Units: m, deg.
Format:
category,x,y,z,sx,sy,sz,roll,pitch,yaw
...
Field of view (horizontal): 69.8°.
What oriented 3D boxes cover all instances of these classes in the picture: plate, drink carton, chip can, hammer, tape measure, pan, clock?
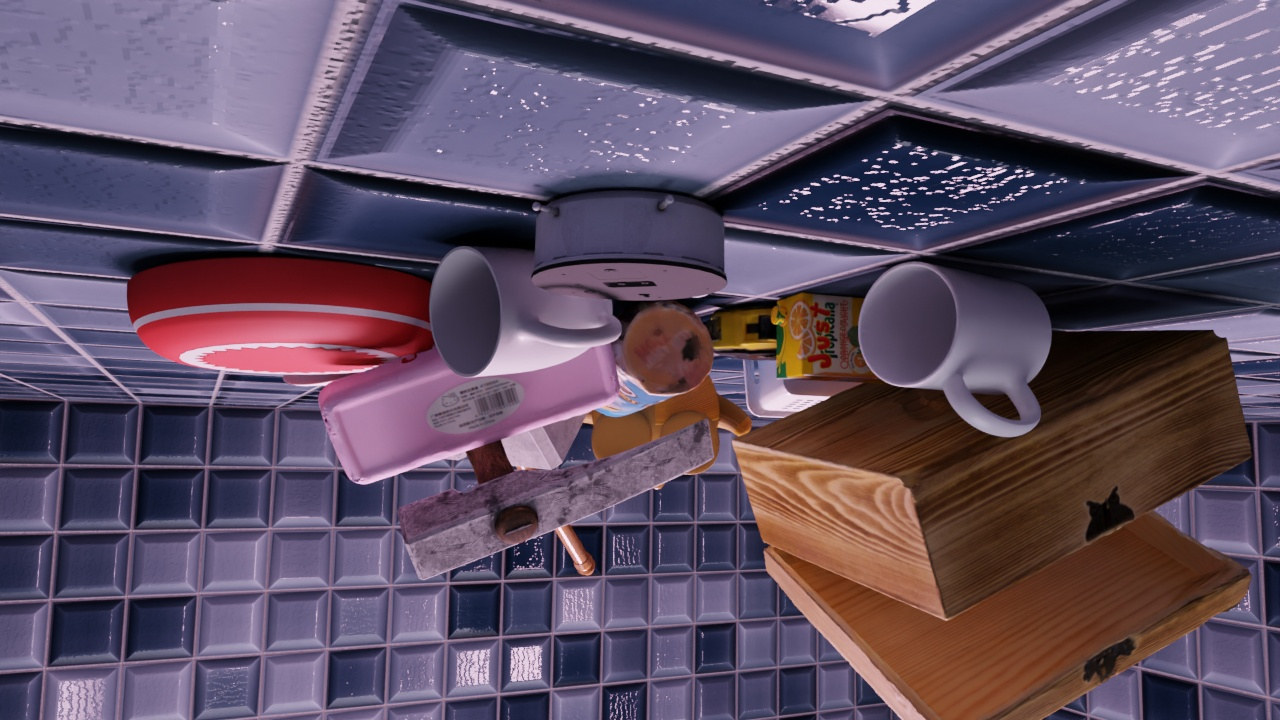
category,x,y,z,sx,sy,sz,roll,pitch,yaw
plate,-0.238,-0.002,0.791,0.134,0.011,0.134,-12,-161,4
drink carton,0.158,-0.014,0.675,0.122,0.058,0.041,3,174,-17
chip can,-0.005,0.004,0.785,0.079,0.079,0.230,2,172,-11
hammer,-0.098,0.032,0.731,0.217,0.037,0.300,-20,-148,-13
tape measure,0.098,-0.020,0.720,0.072,0.042,0.071,-6,168,32
pan,-0.274,-0.021,0.715,0.208,0.067,0.357,2,171,-24
clock,-0.002,-0.053,0.457,0.095,0.035,0.122,0,175,14
hammer,-0.105,0.123,0.922,0.163,0.082,0.318,2,136,27

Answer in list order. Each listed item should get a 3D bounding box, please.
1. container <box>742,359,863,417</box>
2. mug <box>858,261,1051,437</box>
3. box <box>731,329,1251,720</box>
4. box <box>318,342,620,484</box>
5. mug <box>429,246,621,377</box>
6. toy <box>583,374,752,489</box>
category,x,y,z,sx,sy,sz,roll,pitch,yaw
container,0.160,0.008,0.819,0.129,0.080,0.050,3,163,-19
mug,0.197,-0.003,0.552,0.090,0.110,0.074,5,142,-34
box,0.254,0.115,0.701,0.278,0.215,0.257,-22,-169,-19
box,-0.121,0.016,0.660,0.202,0.088,0.095,-18,-157,-10
mug,-0.051,-0.025,0.514,0.089,0.071,0.107,-5,-162,-44
toy,0.015,0.060,1.011,0.198,0.162,0.203,4,-175,1
